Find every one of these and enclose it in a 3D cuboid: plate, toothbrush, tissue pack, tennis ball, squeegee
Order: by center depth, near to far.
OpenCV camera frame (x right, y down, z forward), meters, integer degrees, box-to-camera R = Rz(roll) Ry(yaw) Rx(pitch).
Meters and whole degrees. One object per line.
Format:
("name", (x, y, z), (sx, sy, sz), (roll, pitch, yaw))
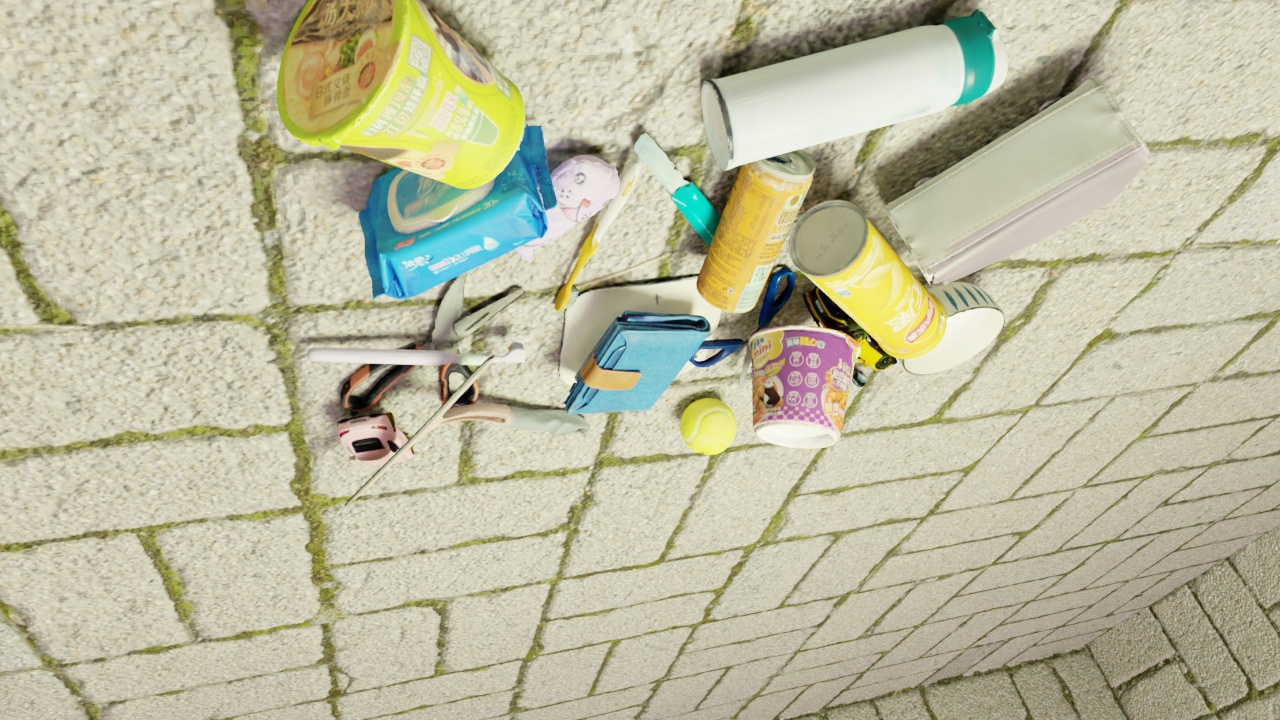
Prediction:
("tissue pack", (-0.135, -0.109, 0.655), (0.157, 0.094, 0.052), (-23, 146, 11))
("toothbrush", (-0.036, -0.102, 0.779), (0.018, 0.016, 0.192), (-10, 151, -34))
("toothbrush", (-0.197, -0.006, 0.818), (0.189, 0.021, 0.029), (0, 171, -18))
("plate", (0.003, -0.015, 0.913), (0.164, 0.034, 0.164), (-8, 146, -14))
("squeegee", (-0.141, 0.062, 0.935), (0.248, 0.040, 0.249), (-42, 154, 29))
("tennis ball", (0.078, 0.076, 1.051), (0.065, 0.065, 0.066), (-13, 146, -9))

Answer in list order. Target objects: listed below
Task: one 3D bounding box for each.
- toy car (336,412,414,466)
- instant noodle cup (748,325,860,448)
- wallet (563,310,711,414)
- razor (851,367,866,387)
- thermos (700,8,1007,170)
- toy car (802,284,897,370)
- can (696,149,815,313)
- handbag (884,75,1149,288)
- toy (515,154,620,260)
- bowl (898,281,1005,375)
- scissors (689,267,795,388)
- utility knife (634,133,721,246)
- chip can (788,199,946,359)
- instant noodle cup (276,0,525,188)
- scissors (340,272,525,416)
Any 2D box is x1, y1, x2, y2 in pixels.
("toy car", (-0.262, 0.084, 0.913), (0.056, 0.037, 0.122), (-8, 157, -2))
("instant noodle cup", (0.157, 0.030, 0.906), (0.111, 0.099, 0.112), (9, 159, 3))
("wallet", (-0.005, 0.005, 0.874), (0.106, 0.040, 0.133), (0, 143, -32))
("razor", (0.236, 0.001, 1.061), (0.142, 0.022, 0.042), (37, 74, -55))
("thermos", (0.162, -0.201, 0.688), (0.224, 0.073, 0.073), (-16, 147, -5))
("toy car", (0.223, -0.031, 0.960), (0.041, 0.071, 0.155), (-36, 144, 23))
("can", (0.095, -0.111, 0.779), (0.058, 0.058, 0.146), (-2, 135, -24))
("handbag", (0.328, -0.147, 0.817), (0.197, 0.098, 0.144), (-30, 162, 17))
("toy", (-0.067, -0.124, 0.714), (0.108, 0.039, 0.084), (-27, 151, 14))
("bowl", (0.324, -0.044, 0.993), (0.116, 0.066, 0.117), (-14, 146, -9))
("scissors", (0.112, -0.024, 0.942), (0.162, 0.012, 0.173), (-23, 146, -28))
("utility knife", (0.050, -0.130, 0.786), (0.029, 0.013, 0.223), (-29, 148, 16))
("chip can", (0.209, -0.067, 0.825), (0.072, 0.072, 0.213), (-33, 146, 22))
("instant noodle cup", (-0.138, -0.164, 0.570), (0.112, 0.111, 0.123), (-35, 151, 23))
("scissors", (-0.193, -0.003, 0.855), (0.189, 0.015, 0.227), (-13, 146, -8))
